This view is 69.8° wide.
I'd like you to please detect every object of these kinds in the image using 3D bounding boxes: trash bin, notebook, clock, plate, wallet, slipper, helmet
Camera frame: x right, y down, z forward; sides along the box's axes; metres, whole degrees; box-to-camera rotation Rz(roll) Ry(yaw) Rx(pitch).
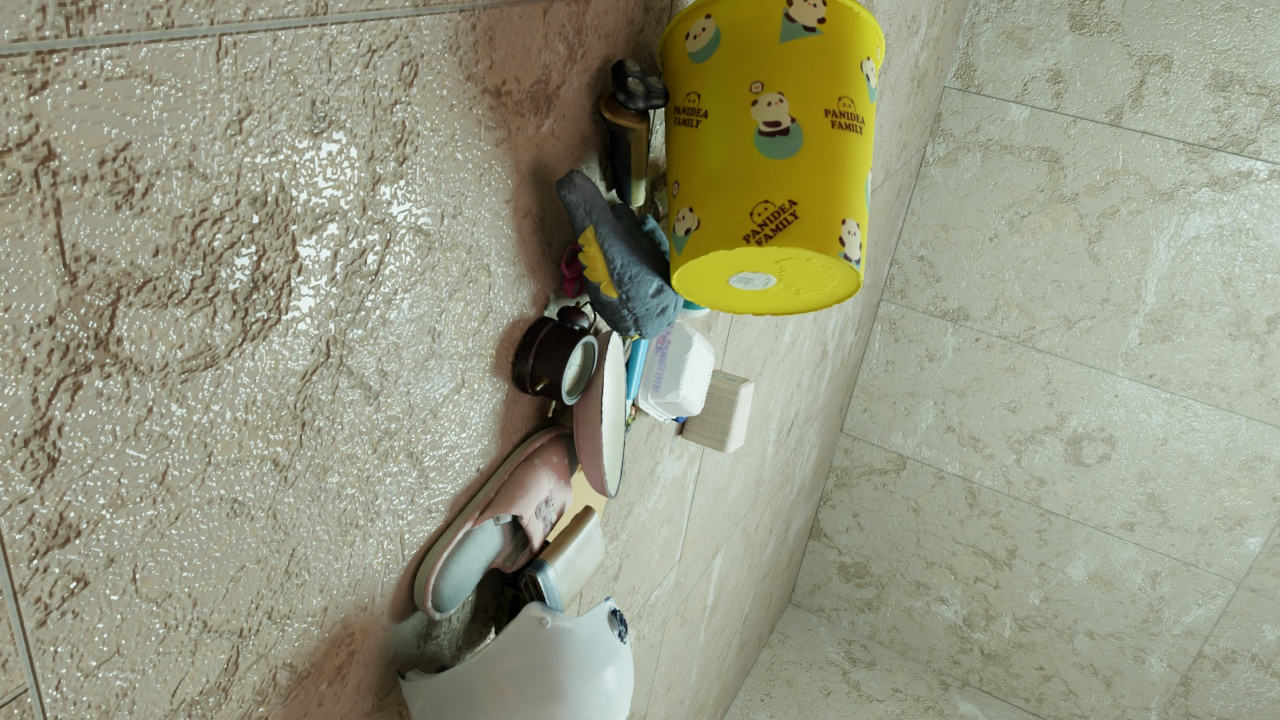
[{"bbox_3d":[0.126,-0.192,0.908,0.229,0.230,0.255,47,44,-68],"label":"trash bin"},{"bbox_3d":[-0.088,0.187,1.165,0.211,0.012,0.150,-16,125,-64],"label":"notebook"},{"bbox_3d":[-0.078,-0.008,0.934,0.121,0.055,0.082,-61,158,-25],"label":"clock"},{"bbox_3d":[-0.046,0.060,1.042,0.192,0.039,0.192,2,89,-83],"label":"plate"},{"bbox_3d":[-0.082,0.225,1.006,0.115,0.033,0.090,-44,136,-41],"label":"wallet"},{"bbox_3d":[-0.131,0.166,0.962,0.273,0.054,0.114,-45,144,-44],"label":"slipper"},{"bbox_3d":[-0.104,0.349,0.929,0.229,0.145,0.258,-28,154,13],"label":"helmet"}]

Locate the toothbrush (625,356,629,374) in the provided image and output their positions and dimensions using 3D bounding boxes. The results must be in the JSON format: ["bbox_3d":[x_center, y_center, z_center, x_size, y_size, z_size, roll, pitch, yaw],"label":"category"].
[{"bbox_3d":[-0.028,0.030,1.157,0.180,0.016,0.018,-63,168,-19],"label":"toothbrush"}]

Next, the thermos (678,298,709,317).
[{"bbox_3d":[0.071,-0.156,1.156,0.073,0.073,0.225,-48,152,-44],"label":"thermos"}]

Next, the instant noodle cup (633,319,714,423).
[{"bbox_3d":[0.054,0.015,1.264,0.173,0.060,0.138,37,67,-68],"label":"instant noodle cup"}]

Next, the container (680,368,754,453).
[{"bbox_3d":[0.130,0.080,1.507,0.090,0.090,0.111,-18,123,-64],"label":"container"}]

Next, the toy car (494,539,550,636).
[{"bbox_3d":[-0.132,0.269,1.053,0.042,0.070,0.158,-29,134,-58],"label":"toy car"}]

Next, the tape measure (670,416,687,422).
[{"bbox_3d":[0.060,0.067,1.404,0.058,0.025,0.054,-2,113,-64],"label":"tape measure"}]

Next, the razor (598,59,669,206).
[{"bbox_3d":[-0.006,-0.218,0.912,0.168,0.067,0.062,90,-8,-57],"label":"razor"}]

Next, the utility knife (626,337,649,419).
[{"bbox_3d":[-0.007,0.007,1.146,0.034,0.018,0.202,4,98,-70],"label":"utility knife"}]

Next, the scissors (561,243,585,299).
[{"bbox_3d":[-0.047,-0.115,0.969,0.135,0.017,0.064,-52,145,-46],"label":"scissors"}]

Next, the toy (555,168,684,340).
[{"bbox_3d":[-0.007,-0.090,0.957,0.356,0.091,0.138,22,51,-75],"label":"toy"}]

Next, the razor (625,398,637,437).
[{"bbox_3d":[-0.029,0.097,1.185,0.142,0.022,0.043,-62,158,-43],"label":"razor"}]

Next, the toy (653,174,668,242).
[{"bbox_3d":[0.054,-0.144,1.077,0.105,0.066,0.157,-114,-170,-71],"label":"toy"}]
